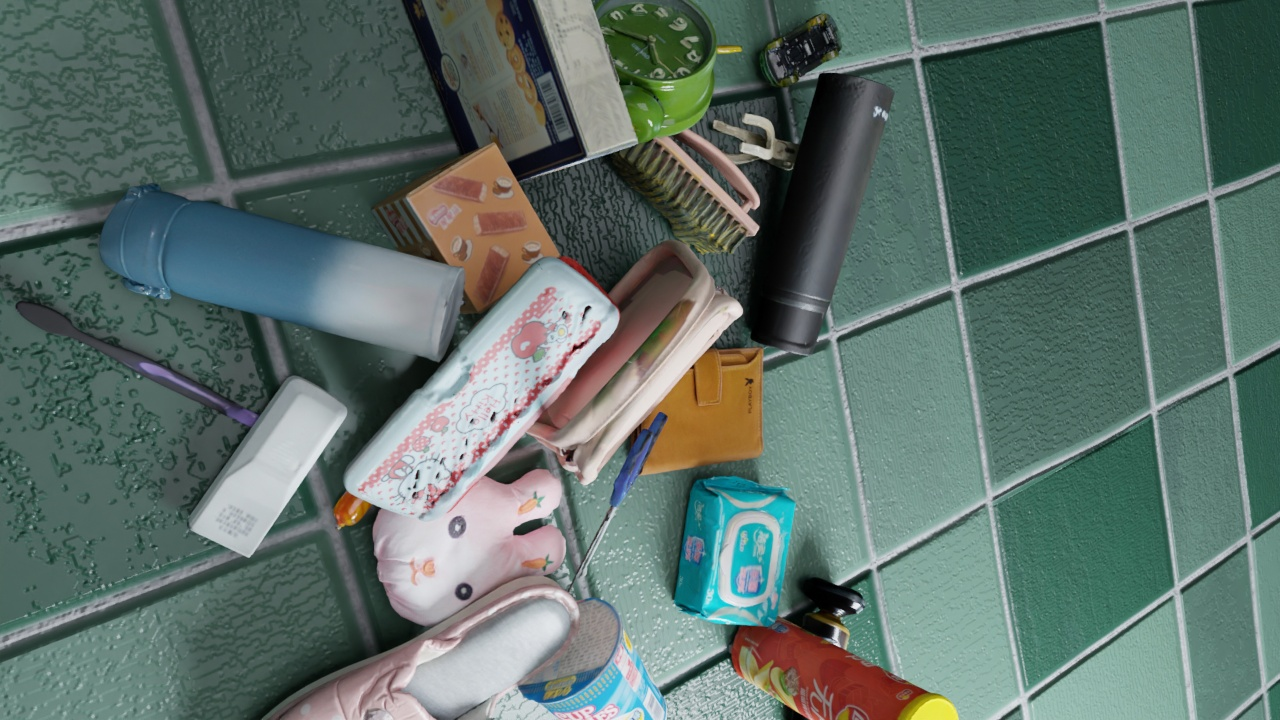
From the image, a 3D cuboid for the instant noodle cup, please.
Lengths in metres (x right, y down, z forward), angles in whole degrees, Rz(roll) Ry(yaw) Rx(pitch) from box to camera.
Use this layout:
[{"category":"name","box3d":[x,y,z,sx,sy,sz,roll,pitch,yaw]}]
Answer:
[{"category":"instant noodle cup","box3d":[-0.032,0.268,0.753,0.099,0.099,0.110,-44,120,-20]}]

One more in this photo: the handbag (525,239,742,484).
[{"category":"handbag","box3d":[-0.004,0.004,0.654,0.093,0.234,0.193,41,89,-5]}]

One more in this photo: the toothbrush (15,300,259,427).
[{"category":"toothbrush","box3d":[-0.319,0.011,0.616,0.189,0.017,0.014,34,83,-30]}]

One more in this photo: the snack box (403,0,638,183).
[{"category":"snack box","box3d":[-0.092,-0.215,0.629,0.045,0.183,0.178,-27,106,-28]}]

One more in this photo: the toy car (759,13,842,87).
[{"category":"toy car","box3d":[0.146,-0.284,0.845,0.091,0.036,0.043,-36,111,-24]}]

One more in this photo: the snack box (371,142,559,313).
[{"category":"snack box","box3d":[-0.128,-0.094,0.669,0.076,0.093,0.094,-39,111,-22]}]

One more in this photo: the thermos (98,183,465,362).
[{"category":"thermos","box3d":[-0.227,-0.055,0.590,0.220,0.070,0.070,14,86,-3]}]

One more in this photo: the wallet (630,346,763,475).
[{"category":"wallet","box3d":[0.052,0.036,0.818,0.130,0.035,0.119,-5,102,-29]}]

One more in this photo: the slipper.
[{"category":"slipper","box3d":[-0.163,0.252,0.668,0.274,0.054,0.114,-27,121,-15]}]

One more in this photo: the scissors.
[{"category":"scissors","box3d":[-0.019,0.111,0.737,0.012,0.163,0.162,27,64,7]}]

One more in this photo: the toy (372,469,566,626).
[{"category":"toy","box3d":[-0.126,0.138,0.710,0.159,0.054,0.121,-12,103,-34]}]

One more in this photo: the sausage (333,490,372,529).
[{"category":"sausage","box3d":[-0.177,0.059,0.692,0.021,0.021,0.165,43,73,-25]}]

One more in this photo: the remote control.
[{"category":"remote control","box3d":[-0.258,0.073,0.642,0.049,0.024,0.124,37,80,-30]}]

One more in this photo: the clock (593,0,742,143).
[{"category":"clock","box3d":[-0.006,-0.229,0.719,0.116,0.056,0.160,42,64,12]}]

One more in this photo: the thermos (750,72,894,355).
[{"category":"thermos","box3d":[0.162,-0.129,0.834,0.089,0.068,0.243,-9,116,-67]}]

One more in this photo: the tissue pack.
[{"category":"tissue pack","box3d":[0.087,0.171,0.834,0.093,0.050,0.133,8,89,-29]}]

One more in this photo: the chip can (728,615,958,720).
[{"category":"chip can","box3d":[0.168,0.283,0.792,0.073,0.217,0.073,-3,96,-30]}]

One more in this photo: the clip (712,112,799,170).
[{"category":"clip","box3d":[0.101,-0.194,0.838,0.104,0.087,0.035,4,90,-58]}]

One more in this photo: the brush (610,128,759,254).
[{"category":"brush","box3d":[0.038,-0.156,0.778,0.145,0.063,0.073,41,78,-24]}]

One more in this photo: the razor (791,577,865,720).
[{"category":"razor","box3d":[0.178,0.297,0.899,0.067,0.062,0.167,2,99,-61]}]

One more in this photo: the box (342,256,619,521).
[{"category":"box","box3d":[-0.112,0.008,0.617,0.201,0.095,0.100,-47,136,6]}]
